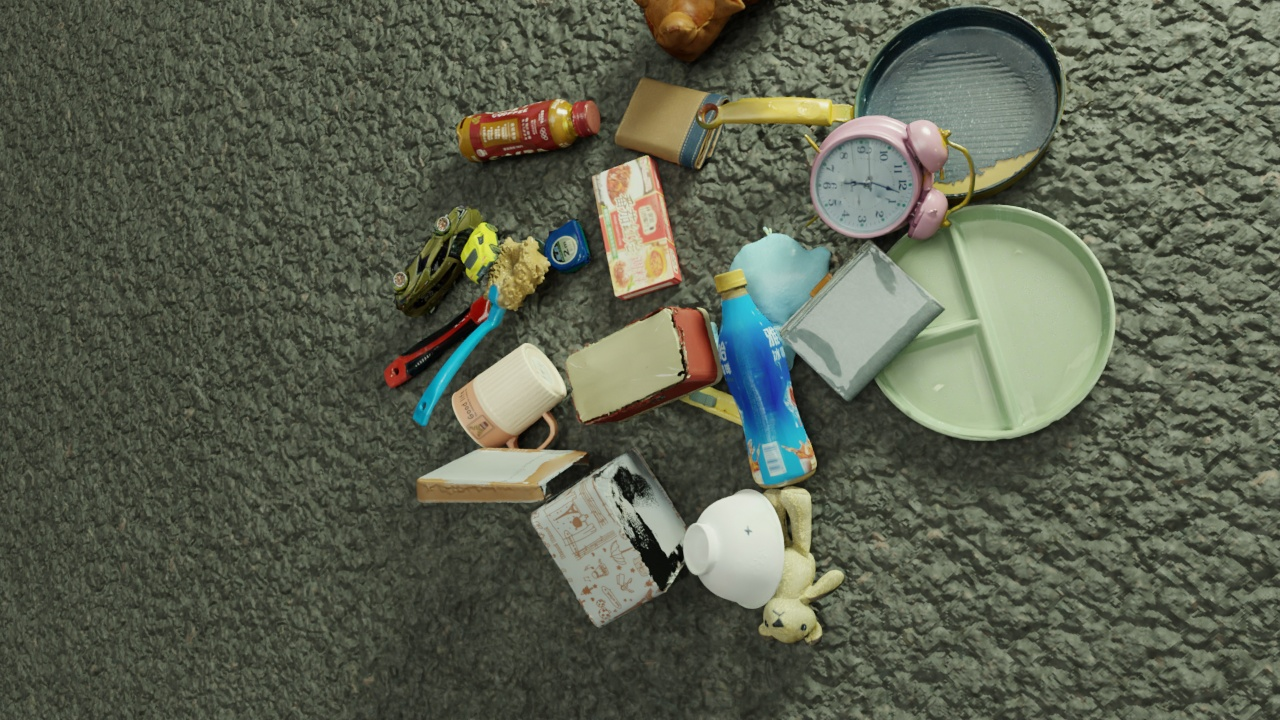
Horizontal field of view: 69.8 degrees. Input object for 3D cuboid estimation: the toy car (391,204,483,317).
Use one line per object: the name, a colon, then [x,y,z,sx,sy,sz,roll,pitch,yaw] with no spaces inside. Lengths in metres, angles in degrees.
toy car: [-0.246,-0.121,1.126,0.042,0.070,0.158,40,99,22]

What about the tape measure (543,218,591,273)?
tape measure: [-0.086,-0.131,1.083,0.055,0.025,0.058,-25,70,20]

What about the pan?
pan: [0.236,-0.255,0.933,0.358,0.078,0.197,-1,82,23]

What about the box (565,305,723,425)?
box: [-0.006,0.006,0.971,0.169,0.076,0.091,-25,73,40]

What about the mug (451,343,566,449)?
mug: [-0.141,0.054,1.053,0.106,0.081,0.114,-36,84,13]

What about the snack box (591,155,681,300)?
snack box: [-0.005,-0.151,1.051,0.075,0.025,0.152,-16,76,21]

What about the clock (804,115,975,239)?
clock: [0.237,-0.172,0.879,0.159,0.059,0.117,3,112,22]

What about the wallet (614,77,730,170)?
wallet: [0.036,-0.271,1.048,0.115,0.033,0.090,22,89,25]

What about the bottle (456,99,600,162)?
bottle: [-0.134,-0.279,1.108,0.175,0.057,0.057,-4,81,23]

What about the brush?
brush: [-0.189,-0.036,1.064,0.083,0.046,0.254,28,83,42]

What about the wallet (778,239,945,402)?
wallet: [0.214,-0.041,0.906,0.106,0.037,0.130,46,103,12]

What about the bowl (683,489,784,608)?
bowl: [0.082,0.187,0.910,0.118,0.064,0.118,-15,73,62]

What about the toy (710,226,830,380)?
toy: [0.130,-0.061,0.966,0.162,0.049,0.156,-17,86,24]

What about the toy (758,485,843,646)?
toy: [0.146,0.203,0.911,0.105,0.066,0.157,-3,88,28]

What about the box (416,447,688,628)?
box: [-0.073,0.145,0.928,0.271,0.179,0.134,28,101,9]

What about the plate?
plate: [0.330,-0.037,0.888,0.231,0.027,0.230,-3,82,23]

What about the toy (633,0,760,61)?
toy: [0.088,-0.427,1.006,0.200,0.130,0.140,-30,66,7]

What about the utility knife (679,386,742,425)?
utility knife: [0.066,0.041,1.001,0.205,0.021,0.031,21,92,29]

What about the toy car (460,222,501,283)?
toy car: [-0.191,-0.130,1.078,0.048,0.032,0.105,-51,27,19]

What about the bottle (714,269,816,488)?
bottle: [0.117,0.017,0.922,0.065,0.065,0.218,-16,91,20]

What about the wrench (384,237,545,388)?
wrench: [-0.216,-0.052,1.133,0.274,0.016,0.056,-38,66,14]
